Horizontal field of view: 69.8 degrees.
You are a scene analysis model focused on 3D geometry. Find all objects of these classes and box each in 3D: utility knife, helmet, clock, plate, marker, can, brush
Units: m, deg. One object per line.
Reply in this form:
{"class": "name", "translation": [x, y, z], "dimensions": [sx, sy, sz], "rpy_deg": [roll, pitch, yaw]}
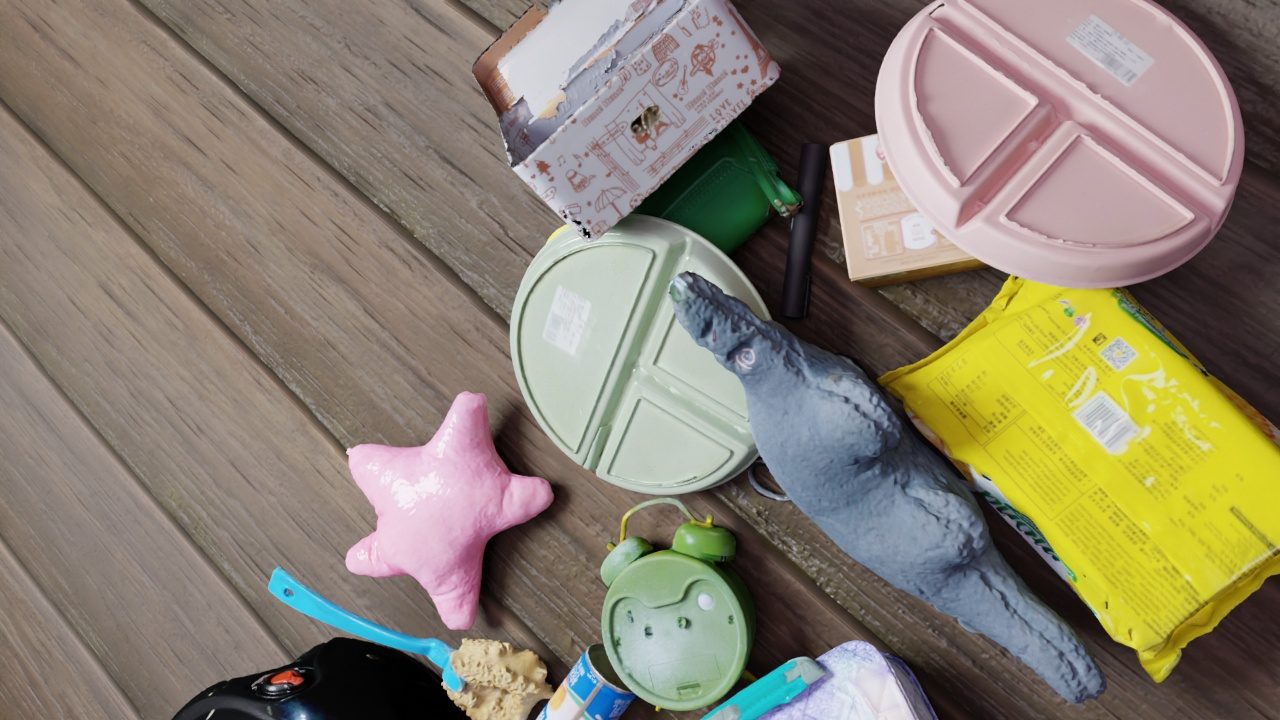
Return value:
{"class": "utility knife", "translation": [0.053, 0.265, 0.660], "dimensions": [0.193, 0.029, 0.013], "rpy_deg": [-41, 118, 18]}
{"class": "helmet", "translation": [-0.263, 0.367, 0.736], "dimensions": [0.274, 0.230, 0.233], "rpy_deg": [9, 93, -16]}
{"class": "clock", "translation": [0.029, 0.185, 0.706], "dimensions": [0.116, 0.056, 0.161], "rpy_deg": [-19, 82, 21]}
{"class": "plate", "translation": [-0.004, 0.004, 0.693], "dimensions": [0.230, 0.027, 0.230], "rpy_deg": [11, 117, 23]}
{"class": "marker", "translation": [0.123, -0.097, 0.690], "dimensions": [0.022, 0.020, 0.132], "rpy_deg": [9, 93, 34]}
{"class": "plate", "translation": [0.262, -0.153, 0.567], "dimensions": [0.229, 0.028, 0.229], "rpy_deg": [1, 69, -2]}
{"class": "can", "translation": [-0.056, 0.297, 0.741], "dimensions": [0.053, 0.053, 0.135], "rpy_deg": [38, 103, 19]}
{"class": "brush", "translation": [-0.192, 0.237, 0.763], "dimensions": [0.254, 0.045, 0.083], "rpy_deg": [26, 116, -2]}

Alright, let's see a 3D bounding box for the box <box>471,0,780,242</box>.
{"class": "box", "translation": [-0.025, -0.219, 0.685], "dimensions": [0.178, 0.088, 0.262], "rpy_deg": [-40, 33, 10]}

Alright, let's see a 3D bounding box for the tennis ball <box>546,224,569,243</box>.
{"class": "tennis ball", "translation": [-0.047, -0.079, 0.739], "dimensions": [0.066, 0.065, 0.065], "rpy_deg": [-1, 89, 23]}

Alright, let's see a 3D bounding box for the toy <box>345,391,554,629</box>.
{"class": "toy", "translation": [-0.175, 0.114, 0.782], "dimensions": [0.178, 0.074, 0.195], "rpy_deg": [31, 98, 7]}

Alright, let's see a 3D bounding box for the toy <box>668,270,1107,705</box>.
{"class": "toy", "translation": [0.147, 0.074, 0.598], "dimensions": [0.091, 0.138, 0.356], "rpy_deg": [-44, 90, -2]}

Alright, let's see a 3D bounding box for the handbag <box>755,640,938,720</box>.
{"class": "handbag", "translation": [0.126, 0.294, 0.637], "dimensions": [0.194, 0.075, 0.134], "rpy_deg": [-39, 45, 19]}

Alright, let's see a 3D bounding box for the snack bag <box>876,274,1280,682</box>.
{"class": "snack bag", "translation": [0.288, 0.052, 0.568], "dimensions": [0.158, 0.068, 0.246], "rpy_deg": [-45, 73, 15]}

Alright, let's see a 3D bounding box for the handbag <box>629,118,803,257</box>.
{"class": "handbag", "translation": [0.043, -0.115, 0.689], "dimensions": [0.131, 0.068, 0.120], "rpy_deg": [-44, 68, 7]}

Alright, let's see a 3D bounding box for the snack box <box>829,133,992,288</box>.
{"class": "snack box", "translation": [0.189, -0.106, 0.631], "dimensions": [0.093, 0.077, 0.094], "rpy_deg": [-9, 86, 23]}

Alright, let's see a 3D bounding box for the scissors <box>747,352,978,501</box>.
{"class": "scissors", "translation": [0.167, 0.076, 0.675], "dimensions": [0.177, 0.014, 0.159], "rpy_deg": [6, 93, 20]}
